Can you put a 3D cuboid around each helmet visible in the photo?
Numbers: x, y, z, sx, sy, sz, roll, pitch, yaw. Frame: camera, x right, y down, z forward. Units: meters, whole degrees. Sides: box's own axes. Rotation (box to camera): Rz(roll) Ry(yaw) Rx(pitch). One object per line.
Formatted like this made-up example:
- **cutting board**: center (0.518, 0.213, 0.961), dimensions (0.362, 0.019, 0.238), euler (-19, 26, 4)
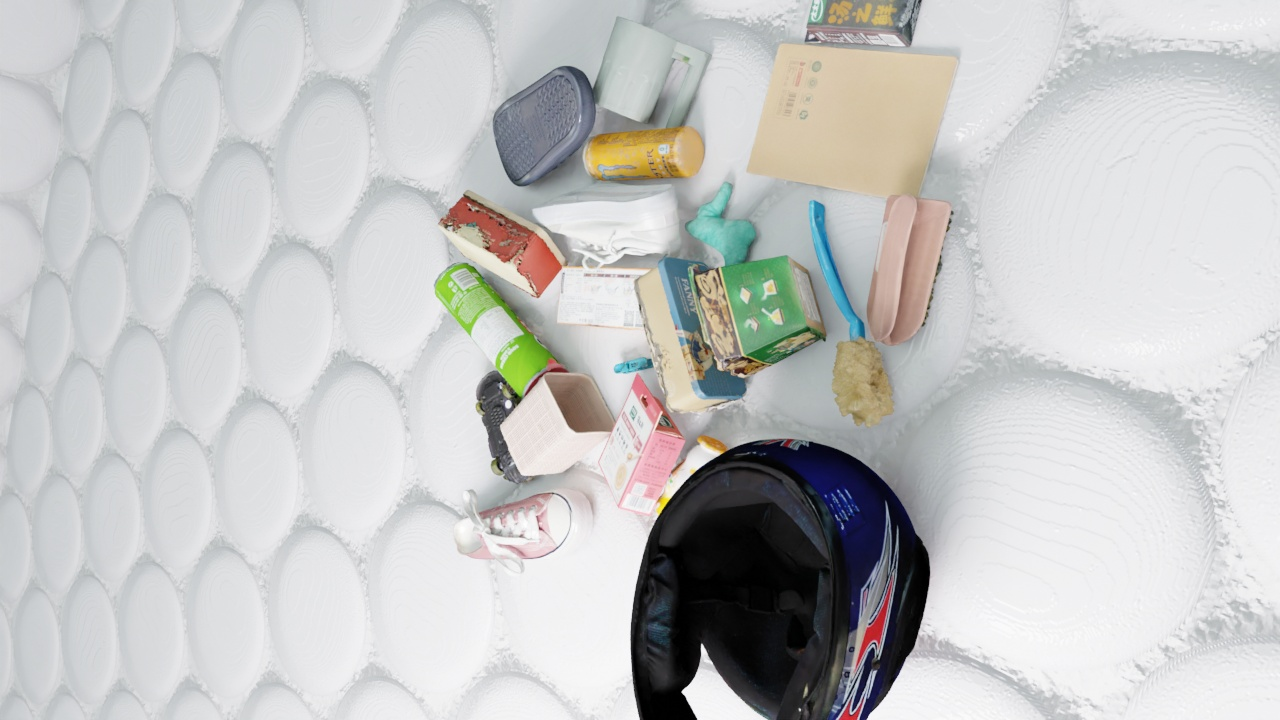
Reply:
- **helmet**: center (0.136, 0.233, 0.851), dimensions (0.248, 0.240, 0.315), euler (4, 79, 36)

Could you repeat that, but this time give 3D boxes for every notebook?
- **notebook**: center (0.216, -0.255, 0.970), dimensions (0.208, 0.008, 0.148), euler (20, 100, 37)

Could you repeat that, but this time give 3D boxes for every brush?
- **brush**: center (0.206, -0.050, 0.935), dimensions (0.046, 0.083, 0.254), euler (-26, 64, 36)
- **brush**: center (0.254, -0.086, 0.892), dimensions (0.063, 0.073, 0.146), euler (17, 99, 36)

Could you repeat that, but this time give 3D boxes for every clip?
- **clip**: center (-0.007, 0.007, 1.118), dimensions (0.057, 0.043, 0.014), euler (-14, 78, 40)

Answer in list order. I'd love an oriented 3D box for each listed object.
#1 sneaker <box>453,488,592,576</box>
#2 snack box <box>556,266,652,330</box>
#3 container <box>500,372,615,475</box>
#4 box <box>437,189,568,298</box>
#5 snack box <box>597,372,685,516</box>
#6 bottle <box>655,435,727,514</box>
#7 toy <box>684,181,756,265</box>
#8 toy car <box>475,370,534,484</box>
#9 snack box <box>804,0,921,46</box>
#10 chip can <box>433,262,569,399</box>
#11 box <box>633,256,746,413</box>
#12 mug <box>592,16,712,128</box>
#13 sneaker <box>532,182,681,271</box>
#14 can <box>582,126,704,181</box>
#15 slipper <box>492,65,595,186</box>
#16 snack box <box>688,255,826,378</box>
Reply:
- **sneaker**: center (-0.169, 0.219, 1.186), dimensions (0.242, 0.087, 0.118), euler (-16, 78, 37)
- **snack box**: center (-0.039, -0.078, 1.143), dimensions (0.154, 0.026, 0.075), euler (6, 91, 38)
- **container**: center (-0.107, 0.083, 1.148), dimensions (0.111, 0.089, 0.090), euler (-43, 63, 30)
- **box**: center (-0.188, -0.149, 1.207), dimensions (0.168, 0.091, 0.080), euler (30, 76, 34)
- **snack box**: center (0.004, 0.095, 1.057), dimensions (0.127, 0.044, 0.113), euler (-66, 22, 16)
- **bottle**: center (0.061, 0.139, 1.030), dimensions (0.063, 0.063, 0.108), euler (33, 107, 34)
- **toy**: center (0.093, -0.152, 1.046), dimensions (0.092, 0.030, 0.096), euler (33, 101, 32)
- **toy car**: center (-0.177, 0.088, 1.228), dimensions (0.070, 0.042, 0.158), euler (-30, 71, 32)
- **snack box**: center (0.229, -0.388, 0.947), dimensions (0.126, 0.053, 0.113), euler (16, 97, 32)
- **chip can**: center (-0.189, -0.038, 1.227), dimensions (0.236, 0.072, 0.072), euler (46, 114, 30)
- **box**: center (0.053, -0.033, 1.032), dimensions (0.059, 0.089, 0.184), euler (-26, 73, 40)
- **mug**: center (0.010, -0.338, 1.097), dimensions (0.124, 0.083, 0.103), euler (26, 105, 10)
- **sneaker**: center (-0.038, -0.162, 1.120), dimensions (0.243, 0.089, 0.091), euler (10, 124, 48)
- **can**: center (0.003, -0.247, 1.102), dimensions (0.146, 0.058, 0.058), euler (6, 91, 38)
- **slipper**: center (-0.109, -0.297, 1.173), dimensions (0.269, 0.083, 0.110), euler (-10, 95, 60)
- **snack box**: center (0.130, -0.054, 0.970), dimensions (0.106, 0.118, 0.117), euler (-19, 76, 22)
